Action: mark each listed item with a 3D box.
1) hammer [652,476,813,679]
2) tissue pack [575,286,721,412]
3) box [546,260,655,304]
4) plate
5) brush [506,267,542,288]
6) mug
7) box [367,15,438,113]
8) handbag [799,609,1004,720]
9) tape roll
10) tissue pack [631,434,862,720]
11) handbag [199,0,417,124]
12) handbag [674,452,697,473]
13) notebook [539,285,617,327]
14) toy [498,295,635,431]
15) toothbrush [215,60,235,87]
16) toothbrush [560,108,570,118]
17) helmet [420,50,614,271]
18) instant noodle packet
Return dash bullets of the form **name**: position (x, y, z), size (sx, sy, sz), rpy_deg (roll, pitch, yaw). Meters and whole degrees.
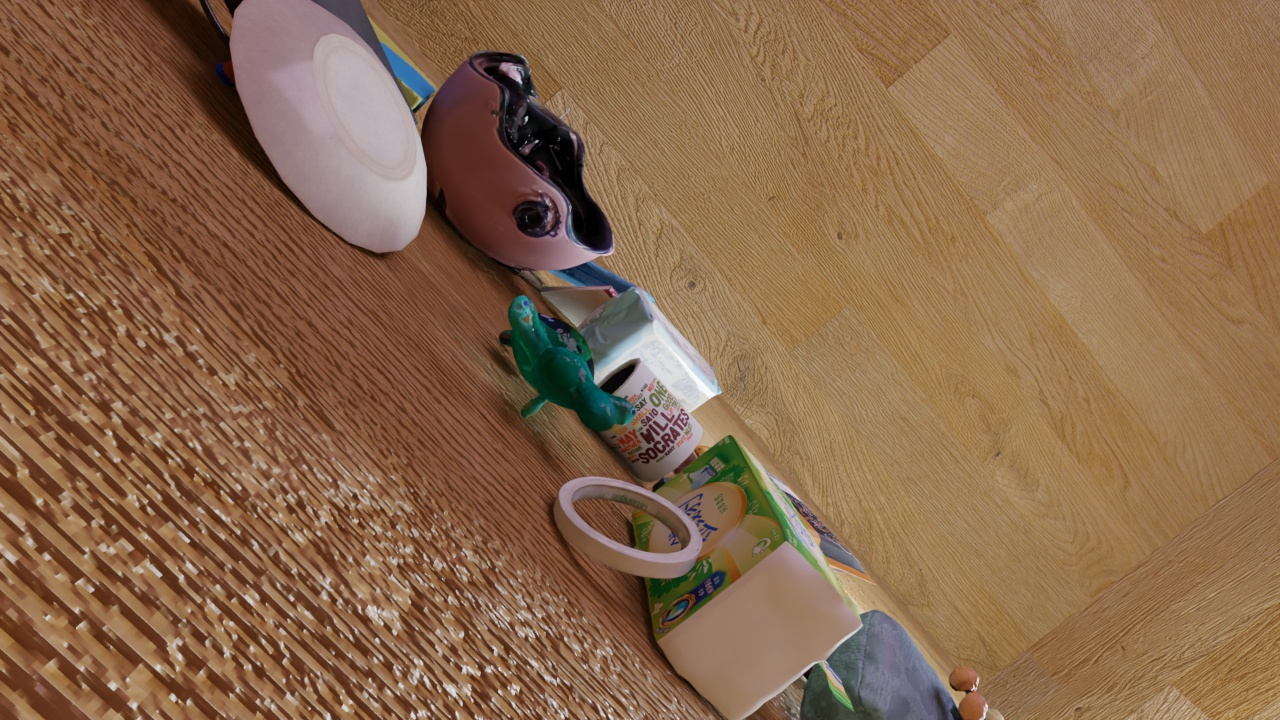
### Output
- **hammer**: position (0.115, 0.231, 0.803), size (0.300, 0.028, 0.111), rpy_deg (49, 4, -7)
- **tissue pack**: position (-0.006, 0.005, 0.931), size (0.182, 0.112, 0.070), rpy_deg (45, 16, -45)
- **box**: position (-0.080, -0.116, 1.215), size (0.231, 0.033, 0.174), rpy_deg (29, -1, 16)
- **plate**: position (-0.197, -0.168, 0.629), size (0.189, 0.027, 0.188), rpy_deg (53, 26, -41)
- **brush**: position (-0.157, -0.119, 1.110), size (0.039, 0.012, 0.151), rpy_deg (52, 6, 24)
- **mug**: position (-0.006, 0.056, 0.860), size (0.089, 0.073, 0.105), rpy_deg (48, -20, -14)
- **box**: position (-0.281, -0.286, 0.931), size (0.124, 0.081, 0.220), rpy_deg (44, 10, -20)
- **handbag**: position (0.215, 0.281, 0.702), size (0.192, 0.119, 0.121), rpy_deg (51, 35, -15)
- **tape roll**: position (-0.008, 0.100, 0.558), size (0.093, 0.013, 0.093), rpy_deg (19, 17, -6)
- **tissue pack**: position (0.082, 0.158, 0.622), size (0.141, 0.120, 0.197), rpy_deg (49, 12, -15)
- **handbag**: position (-0.254, -0.233, 0.646), size (0.195, 0.072, 0.176), rpy_deg (-81, 148, -74)
- **handbag**: position (0.067, 0.138, 1.103), size (0.055, 0.029, 0.119), rpy_deg (50, -1, 28)
- **notebook**: position (-0.021, -0.024, 1.178), size (0.153, 0.012, 0.209), rpy_deg (5, -34, 51)
- **toy**: position (-0.066, 0.010, 0.698), size (0.130, 0.072, 0.193), rpy_deg (50, -4, -17)
- **toothbrush**: position (-0.281, -0.209, 0.701), size (0.182, 0.018, 0.016), rpy_deg (-99, 168, -80)
- **toothbrush**: position (-0.152, -0.242, 1.107), size (0.010, 0.181, 0.010), rpy_deg (45, 1, -15)
- **helmet**: position (-0.140, -0.197, 1.004), size (0.255, 0.153, 0.229), rpy_deg (50, 16, -31)
- **instant noodle packet**: position (0.152, 0.166, 1.033), size (0.159, 0.032, 0.220), rpy_deg (28, 10, -28)
